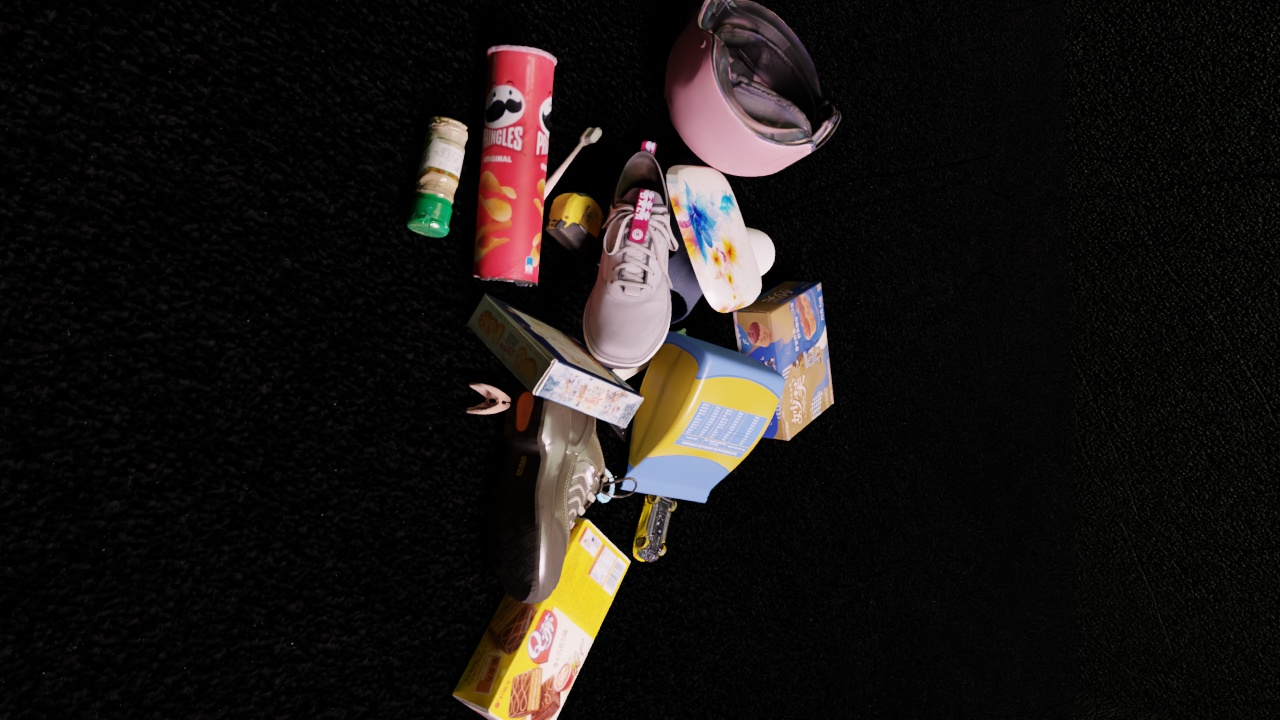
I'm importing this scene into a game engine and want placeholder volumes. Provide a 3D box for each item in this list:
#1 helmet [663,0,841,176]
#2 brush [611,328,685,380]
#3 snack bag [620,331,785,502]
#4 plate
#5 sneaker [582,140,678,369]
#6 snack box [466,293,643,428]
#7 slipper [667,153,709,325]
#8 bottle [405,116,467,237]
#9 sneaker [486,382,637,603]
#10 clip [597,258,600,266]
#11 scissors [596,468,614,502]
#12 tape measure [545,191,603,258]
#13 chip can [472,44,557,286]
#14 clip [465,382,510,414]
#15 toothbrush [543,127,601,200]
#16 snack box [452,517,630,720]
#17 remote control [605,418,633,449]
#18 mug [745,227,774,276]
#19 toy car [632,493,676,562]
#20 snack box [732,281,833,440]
[{"bbox_3d":[0.129,-0.338,1.165,0.230,0.153,0.254,33,48,-20],"label":"helmet"},{"bbox_3d":[-0.007,0.007,1.164,0.217,0.012,0.033,-29,116,-45],"label":"brush"},{"bbox_3d":[0.071,0.083,1.171,0.158,0.102,0.205,16,102,-40],"label":"snack bag"},{"bbox_3d":[0.098,-0.155,1.130,0.186,0.016,0.187,-21,92,-62],"label":"plate"},{"bbox_3d":[-0.006,-0.116,1.006,0.129,0.097,0.262,99,-2,-58],"label":"sneaker"},{"bbox_3d":[-0.089,0.001,0.955,0.145,0.144,0.043,25,102,-49],"label":"snack box"},{"bbox_3d":[0.065,-0.148,1.161,0.101,0.083,0.263,55,48,-59],"label":"slipper"},{"bbox_3d":[-0.195,-0.177,0.884,0.043,0.043,0.111,20,78,-50],"label":"bottle"},{"bbox_3d":[-0.085,0.145,1.012,0.142,0.101,0.237,16,75,-44],"label":"sneaker"},{"bbox_3d":[-0.019,-0.121,1.126,0.078,0.023,0.049,21,79,-48],"label":"clip"},{"bbox_3d":[-0.074,0.127,1.093,0.114,0.013,0.140,-40,126,-40],"label":"scissors"},{"bbox_3d":[-0.071,-0.160,1.043,0.065,0.037,0.064,43,62,-45],"label":"tape measure"},{"bbox_3d":[-0.131,-0.195,0.939,0.073,0.073,0.233,2,93,-51],"label":"chip can"},{"bbox_3d":[-0.160,0.036,0.968,0.060,0.024,0.039,-13,106,-60],"label":"clip"},{"bbox_3d":[-0.094,-0.203,1.027,0.180,0.018,0.016,-57,133,-29],"label":"toothbrush"},{"bbox_3d":[-0.106,0.297,1.031,0.110,0.062,0.229,52,55,-40],"label":"snack box"},{"bbox_3d":[-0.012,0.094,1.167,0.140,0.009,0.030,53,54,-40],"label":"remote control"},{"bbox_3d":[0.131,-0.132,1.279,0.087,0.081,0.114,-19,141,-57],"label":"mug"},{"bbox_3d":[0.017,0.211,1.200,0.049,0.030,0.106,35,65,-46],"label":"toy car"},{"bbox_3d":[0.221,-0.002,1.399,0.154,0.069,0.203,-29,116,-45],"label":"snack box"}]
